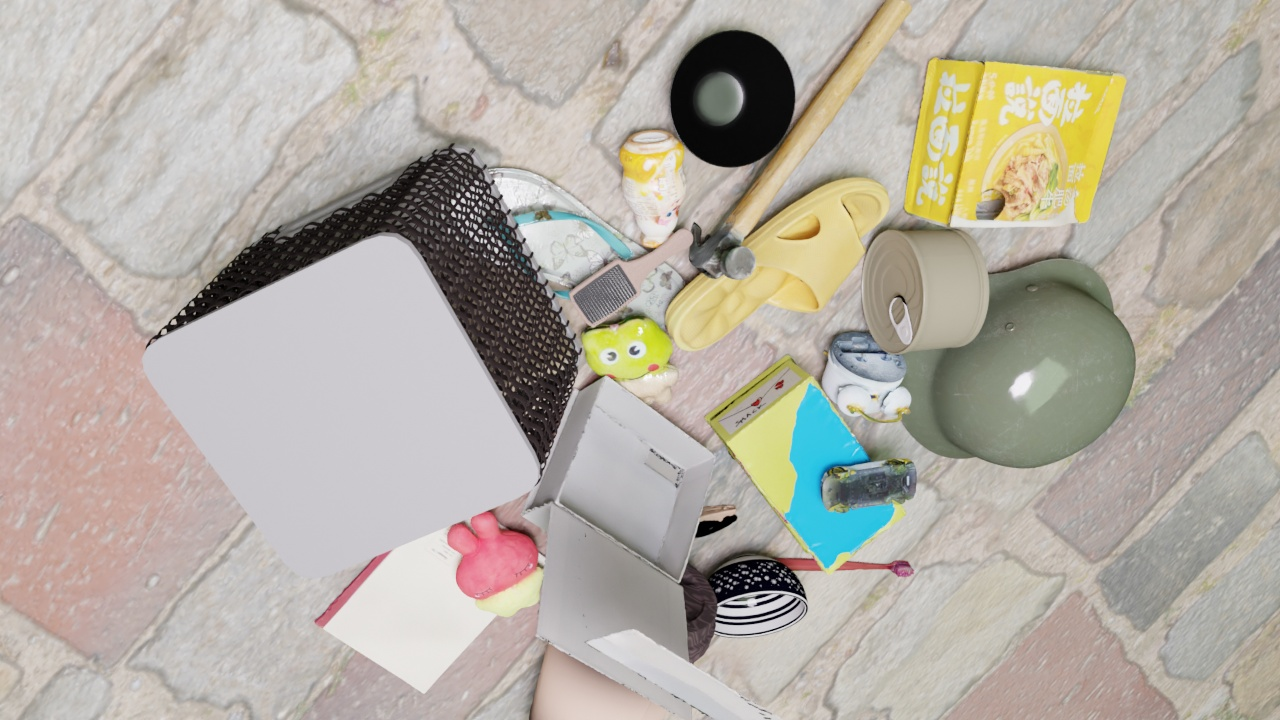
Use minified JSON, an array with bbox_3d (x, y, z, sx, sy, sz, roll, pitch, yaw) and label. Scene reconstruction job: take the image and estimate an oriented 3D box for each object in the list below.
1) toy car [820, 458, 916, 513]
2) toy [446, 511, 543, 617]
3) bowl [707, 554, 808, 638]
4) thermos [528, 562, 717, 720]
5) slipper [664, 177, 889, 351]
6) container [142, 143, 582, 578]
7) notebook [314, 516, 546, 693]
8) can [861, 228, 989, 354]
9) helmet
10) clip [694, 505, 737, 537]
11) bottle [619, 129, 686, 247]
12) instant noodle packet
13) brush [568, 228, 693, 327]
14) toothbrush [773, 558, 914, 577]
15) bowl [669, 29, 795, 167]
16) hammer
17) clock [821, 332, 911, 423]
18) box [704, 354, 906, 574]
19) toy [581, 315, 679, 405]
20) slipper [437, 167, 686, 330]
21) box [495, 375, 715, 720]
[{"bbox_3d":[0.240,0.130,0.971,0.105,0.033,0.048,-8,111,-7],"label":"toy car"},{"bbox_3d":[-0.153,0.216,0.971,0.091,0.045,0.135,-26,117,-7],"label":"toy"},{"bbox_3d":[0.124,0.259,1.041,0.120,0.066,0.120,-5,141,-4],"label":"bowl"},{"bbox_3d":[-0.031,0.331,0.989,0.172,0.172,0.226,14,110,-16],"label":"thermos"},{"bbox_3d":[0.147,-0.086,0.920,0.263,0.078,0.099,-34,144,4],"label":"slipper"},{"bbox_3d":[-0.211,-0.004,0.767,0.247,0.243,0.246,-23,111,10],"label":"container"},{"bbox_3d":[-0.225,0.250,0.996,0.153,0.012,0.209,42,94,-20],"label":"notebook"},{"bbox_3d":[0.291,-0.072,0.947,0.073,0.128,0.128,-5,108,-13],"label":"can"},{"bbox_3d":[0.428,0.016,0.991,0.268,0.154,0.227,-44,111,3],"label":"helmet"},{"bbox_3d":[0.082,0.187,1.038,0.061,0.025,0.045,-5,108,-15],"label":"clip"},{"bbox_3d":[0.014,-0.165,0.891,0.063,0.063,0.109,-11,122,-9],"label":"bottle"},{"bbox_3d":[0.403,-0.223,0.958,0.221,0.084,0.163,-2,109,-19],"label":"instant noodle packet"},{"bbox_3d":[-0.004,-0.084,0.897,0.135,0.015,0.050,-35,128,-1],"label":"brush"},{"bbox_3d":[0.239,0.247,1.095,0.189,0.016,0.016,5,107,-14],"label":"toothbrush"},{"bbox_3d":[0.081,-0.251,0.883,0.124,0.052,0.124,-4,108,-12],"label":"bowl"},{"bbox_3d":[0.156,-0.217,0.892,0.033,0.132,0.330,38,86,-19],"label":"hammer"},{"bbox_3d":[0.240,0.022,0.972,0.083,0.117,0.057,2,131,-14],"label":"clock"},{"bbox_3d":[0.184,0.118,1.013,0.124,0.079,0.221,-40,113,1],"label":"box"},{"bbox_3d":[-0.006,0.006,0.944,0.092,0.043,0.118,-14,127,15],"label":"toy"},{"bbox_3d":[-0.065,-0.109,0.897,0.268,0.054,0.098,24,98,-20],"label":"slipper"},{"bbox_3d":[-0.028,0.200,0.829,0.166,0.417,0.109,36,127,-20],"label":"box"}]
